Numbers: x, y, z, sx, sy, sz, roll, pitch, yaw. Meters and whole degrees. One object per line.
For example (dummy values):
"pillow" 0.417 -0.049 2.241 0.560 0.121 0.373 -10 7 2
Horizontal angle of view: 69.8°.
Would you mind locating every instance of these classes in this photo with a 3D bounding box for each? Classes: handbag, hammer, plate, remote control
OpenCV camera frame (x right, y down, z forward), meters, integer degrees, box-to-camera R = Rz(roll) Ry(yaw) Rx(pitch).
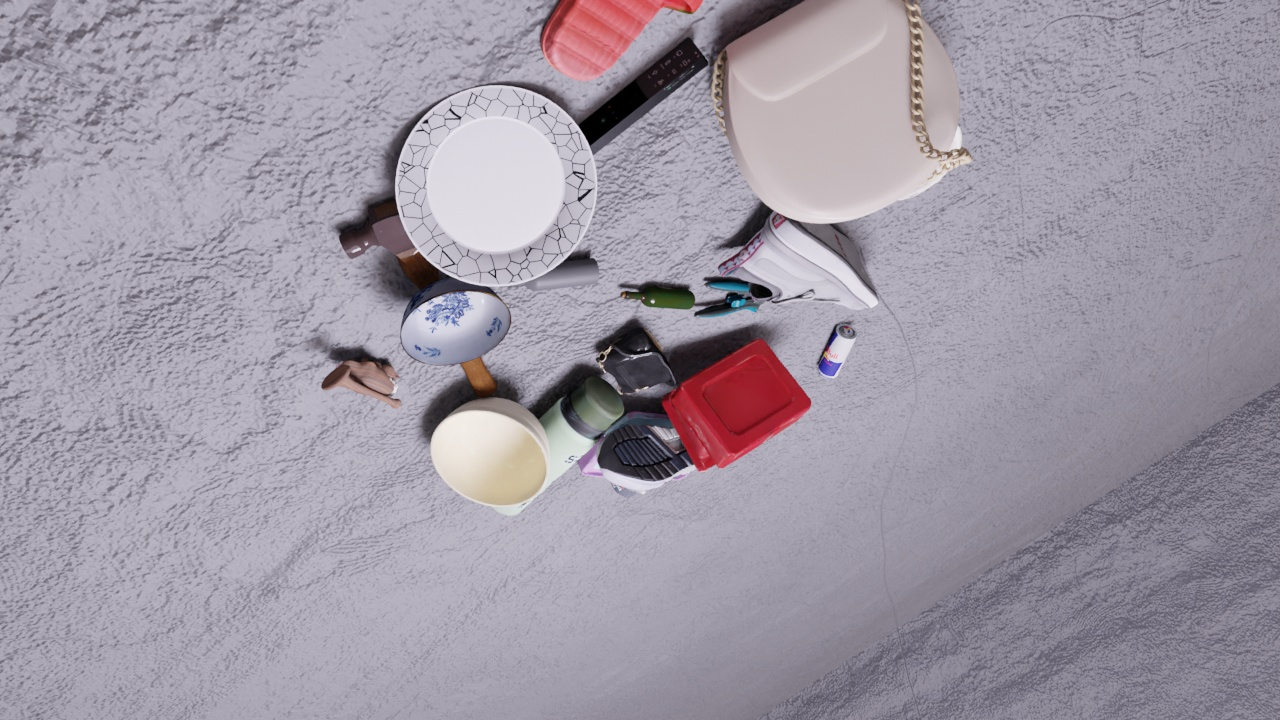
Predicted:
"handbag" 0.189 -0.240 0.875 0.211 0.208 0.103 -29 -176 3
"hammer" -0.211 -0.054 0.995 0.115 0.033 0.323 -22 146 -5
"handbag" -0.007 0.007 1.189 0.079 0.054 0.128 -27 148 7
"plate" -0.135 -0.163 0.867 0.188 0.016 0.189 -7 115 -16
"remote control" -0.005 -0.249 0.876 0.150 0.034 0.013 -36 145 12

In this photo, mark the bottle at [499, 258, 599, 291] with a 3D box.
"bottle" -0.103 -0.093 1.015 0.112 0.030 0.030 -9 141 -24

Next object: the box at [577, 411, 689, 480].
"box" 0.025 0.128 1.382 0.213 0.035 0.151 9 138 -40

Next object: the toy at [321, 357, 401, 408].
"toy" -0.303 0.020 1.007 0.042 0.054 0.101 -33 148 14

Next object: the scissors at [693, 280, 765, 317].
"scissors" 0.130 -0.081 1.194 0.148 0.019 0.123 -33 141 -1

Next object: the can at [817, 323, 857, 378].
"can" 0.295 -0.012 1.380 0.032 0.032 0.095 -11 142 -22

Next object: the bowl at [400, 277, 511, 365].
"bowl" -0.194 -0.048 0.944 0.114 0.045 0.114 -15 145 -11

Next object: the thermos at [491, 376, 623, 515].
"thermos" -0.119 0.110 1.224 0.082 0.082 0.232 17 129 -45

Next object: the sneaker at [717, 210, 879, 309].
"sneaker" 0.209 -0.106 1.162 0.129 0.096 0.262 -32 148 27

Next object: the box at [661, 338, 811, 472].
"box" 0.130 0.060 1.241 0.157 0.134 0.110 -30 176 -23

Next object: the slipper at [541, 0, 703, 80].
"slipper" 0.014 -0.327 0.768 0.249 0.059 0.103 -43 143 23

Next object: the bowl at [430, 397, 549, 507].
"bowl" -0.180 0.104 1.156 0.151 0.075 0.151 6 123 9

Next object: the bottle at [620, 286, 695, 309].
"bottle" 0.020 -0.077 1.122 0.106 0.025 0.025 2 136 -35

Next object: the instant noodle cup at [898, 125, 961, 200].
"instant noodle cup" 0.272 -0.246 0.994 0.137 0.112 0.137 -17 143 -13

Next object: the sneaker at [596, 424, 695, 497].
"sneaker" -0.001 0.149 1.278 0.239 0.088 0.125 -3 152 -49
